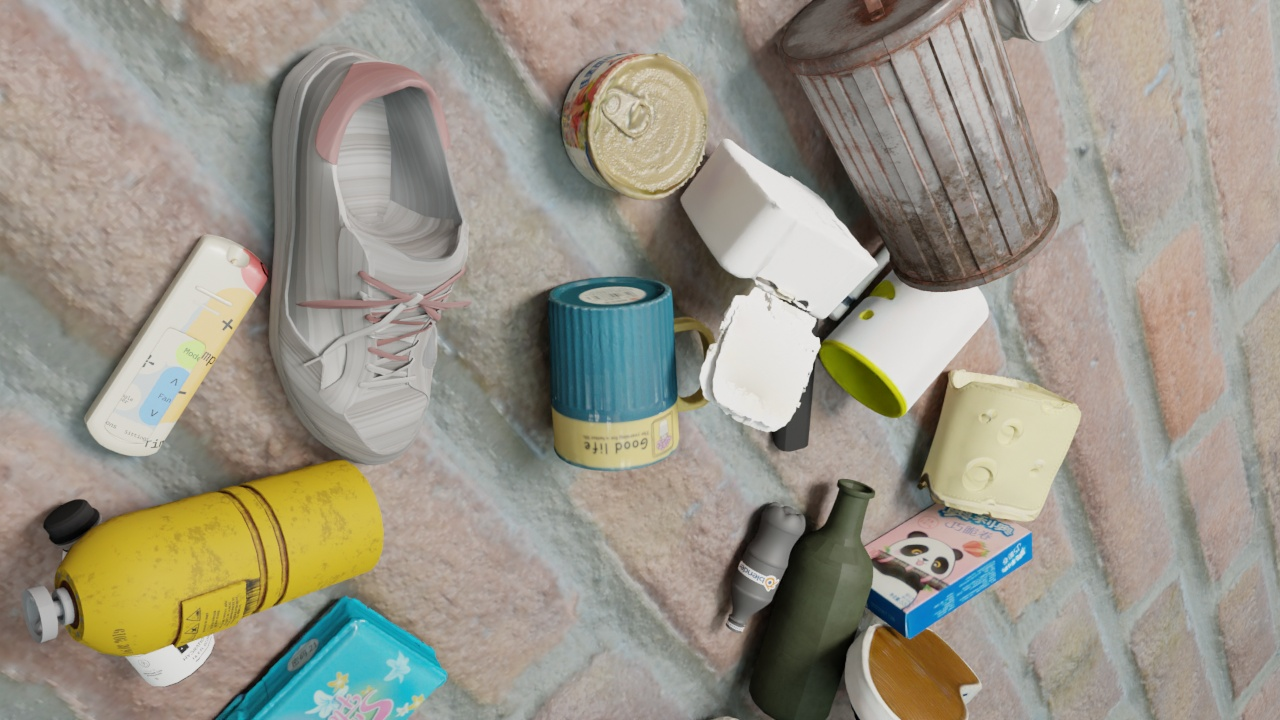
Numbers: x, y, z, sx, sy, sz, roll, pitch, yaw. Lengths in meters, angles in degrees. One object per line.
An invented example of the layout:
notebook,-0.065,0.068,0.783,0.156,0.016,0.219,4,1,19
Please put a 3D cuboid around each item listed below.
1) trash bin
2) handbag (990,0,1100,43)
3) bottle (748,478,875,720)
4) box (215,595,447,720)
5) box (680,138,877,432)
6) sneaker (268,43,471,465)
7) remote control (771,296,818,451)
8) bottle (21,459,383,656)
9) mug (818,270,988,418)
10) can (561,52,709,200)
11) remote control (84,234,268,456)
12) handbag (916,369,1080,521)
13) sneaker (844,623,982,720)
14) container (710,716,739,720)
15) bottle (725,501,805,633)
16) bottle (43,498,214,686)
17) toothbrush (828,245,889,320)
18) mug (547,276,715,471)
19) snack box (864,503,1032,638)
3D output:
trash bin,0.189,-0.164,0.615,0.130,0.131,0.211,-43,122,-11
handbag,0.278,-0.331,0.646,0.138,0.072,0.195,-46,125,-9
bottle,0.151,0.200,0.770,0.071,0.071,0.207,7,104,-33
box,-0.234,0.257,0.582,0.226,0.039,0.094,-46,126,-7
box,0.088,-0.051,0.588,0.111,0.188,0.102,21,140,-34
sneaker,-0.137,-0.043,0.488,0.099,0.089,0.236,-14,114,-36
remote control,0.123,0.000,0.711,0.033,0.015,0.147,-10,113,-28
bottle,-0.223,0.104,0.477,0.163,0.071,0.071,-13,116,-49
mug,0.204,-0.020,0.713,0.106,0.082,0.082,-45,124,-10
can,-0.003,-0.145,0.565,0.086,0.043,0.086,-11,113,-28
remote control,-0.245,-0.007,0.487,0.038,0.018,0.125,34,87,-35
handbag,0.311,0.077,0.816,0.111,0.081,0.119,9,106,-20
sneaker,0.216,0.309,0.792,0.127,0.120,0.294,-48,153,8
container,0.094,0.419,0.754,0.142,0.185,0.252,-42,122,-35
bottle,0.098,0.170,0.747,0.036,0.036,0.110,19,97,-35
bottle,-0.280,0.125,0.500,0.041,0.041,0.116,-30,121,-19
toothbrush,0.209,-0.104,0.727,0.017,0.012,0.186,44,83,-21
mug,-0.004,0.003,0.595,0.113,0.083,0.107,-9,109,-20
snack box,0.263,0.179,0.819,0.154,0.088,0.033,-24,119,-22
